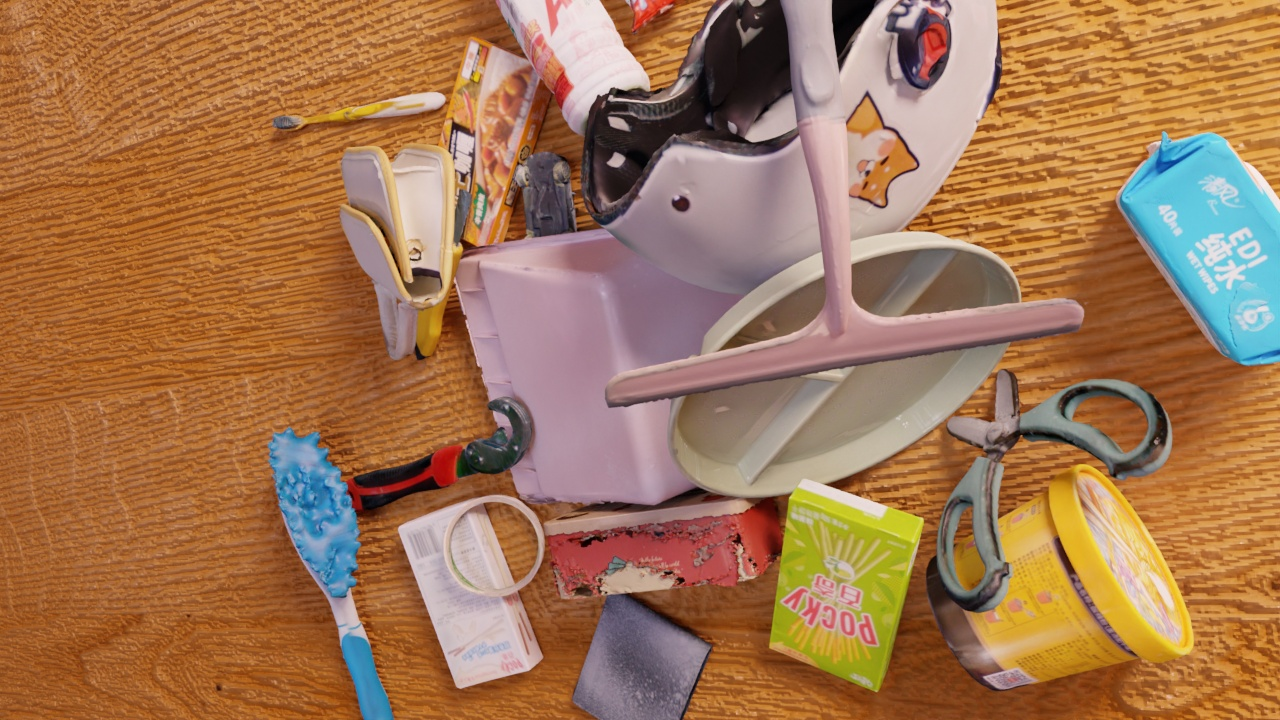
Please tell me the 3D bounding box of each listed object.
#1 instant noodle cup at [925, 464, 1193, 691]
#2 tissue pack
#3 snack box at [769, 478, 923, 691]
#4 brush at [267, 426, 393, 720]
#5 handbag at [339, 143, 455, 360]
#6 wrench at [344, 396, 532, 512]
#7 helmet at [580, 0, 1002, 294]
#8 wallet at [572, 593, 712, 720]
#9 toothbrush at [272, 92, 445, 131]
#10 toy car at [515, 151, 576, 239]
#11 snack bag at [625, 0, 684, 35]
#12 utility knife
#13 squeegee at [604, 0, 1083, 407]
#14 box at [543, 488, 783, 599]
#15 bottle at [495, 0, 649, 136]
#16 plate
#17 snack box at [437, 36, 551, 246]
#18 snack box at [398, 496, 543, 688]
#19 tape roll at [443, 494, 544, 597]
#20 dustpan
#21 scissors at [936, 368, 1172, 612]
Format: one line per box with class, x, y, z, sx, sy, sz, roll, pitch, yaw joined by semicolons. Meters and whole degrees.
instant noodle cup;0.252;0.142;0.569;0.115;0.118;0.118;-38;81;33
tissue pack;0.324;-0.064;0.511;0.063;0.089;0.140;-34;83;26
snack box;0.140;0.159;0.640;0.086;0.026;0.157;18;129;23
brush;-0.281;0.218;0.862;0.110;0.060;0.314;-30;80;62
handbag;-0.199;-0.082;0.734;0.163;0.063;0.179;26;118;60
wrench;-0.186;0.094;0.798;0.274;0.016;0.056;-25;90;38
helmet;0.103;-0.141;0.550;0.274;0.230;0.157;-41;117;0
wallet;-0.001;0.260;0.761;0.097;0.019;0.121;26;110;22
toothbrush;-0.250;-0.217;0.802;0.192;0.018;0.016;0;100;26
toy car;-0.070;-0.118;0.722;0.043;0.034;0.090;-3;99;29
snack bag;-0.011;-0.290;0.671;0.048;0.026;0.104;-31;85;14
utility knife;-0.158;-0.065;0.740;0.033;0.015;0.209;60;144;22
squeegee;0.082;-0.101;0.420;0.248;0.040;0.250;-10;111;4
box;0.018;0.142;0.690;0.169;0.091;0.076;-13;88;27
bottle;-0.068;-0.263;0.682;0.068;0.068;0.197;-35;80;26
plate;0.121;0.008;0.562;0.231;0.230;0.027;-42;49;25
snack box;-0.126;-0.174;0.745;0.075;0.026;0.154;28;109;20
snack box;-0.153;0.207;0.819;0.085;0.026;0.157;-22;88;26
tape roll;-0.125;0.158;0.784;0.086;0.014;0.085;0;87;-1
dustpan;-0.004;0.004;0.708;0.274;0.138;0.223;8;115;52
scissors;0.223;0.076;0.546;0.019;0.170;0.181;30;84;-19
